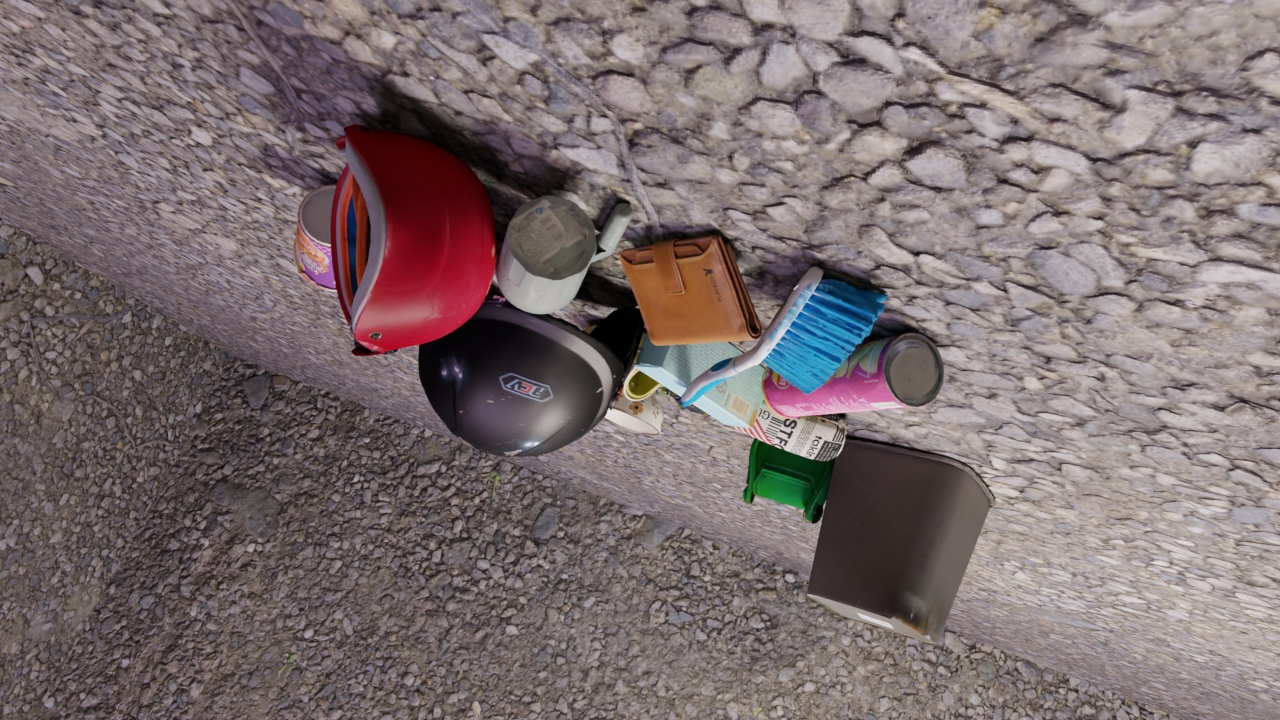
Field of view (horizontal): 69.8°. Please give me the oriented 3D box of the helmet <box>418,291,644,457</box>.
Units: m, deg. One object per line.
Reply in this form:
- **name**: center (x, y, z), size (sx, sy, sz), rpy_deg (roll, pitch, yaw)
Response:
- **helmet**: center (-0.133, -0.002, 1.029), size (0.233, 0.230, 0.275), rpy_deg (24, -179, -13)

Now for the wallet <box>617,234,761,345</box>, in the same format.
- **wallet**: center (0.042, -0.070, 0.860), size (0.131, 0.035, 0.119), rpy_deg (-2, 121, 48)

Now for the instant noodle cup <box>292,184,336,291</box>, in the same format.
- **instant noodle cup**: center (-0.362, -0.151, 1.100), size (0.111, 0.111, 0.099), rpy_deg (24, 157, -7)

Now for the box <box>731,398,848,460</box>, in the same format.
- **box**: center (0.188, 0.064, 1.180), size (0.163, 0.081, 0.075), rpy_deg (21, 134, 9)

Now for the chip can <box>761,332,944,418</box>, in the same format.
- **chip can**: center (0.207, 0.018, 0.924), size (0.071, 0.071, 0.211), rpy_deg (27, 164, -19)

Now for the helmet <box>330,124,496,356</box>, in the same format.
- **helmet**: center (-0.217, -0.111, 0.877), size (0.143, 0.207, 0.240), rpy_deg (-4, -179, -23)

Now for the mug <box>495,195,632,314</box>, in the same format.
- **mug**: center (-0.070, -0.104, 0.845), size (0.083, 0.123, 0.103), rpy_deg (64, 164, 5)

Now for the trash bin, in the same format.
- **trash bin**: center (0.346, 0.248, 1.247), size (0.199, 0.219, 0.198), rpy_deg (9, 161, 38)

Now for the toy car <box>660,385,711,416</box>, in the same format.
- **toy car**: center (0.069, 0.043, 1.259), size (0.053, 0.045, 0.120), rpy_deg (13, 168, 25)

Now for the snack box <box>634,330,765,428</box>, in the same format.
- **snack box**: center (0.077, 0.012, 1.081), size (0.174, 0.074, 0.052), rpy_deg (33, 161, -36)

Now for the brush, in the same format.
- **brush**: center (0.126, 0.000, 0.903), size (0.109, 0.060, 0.315), rpy_deg (29, 150, 2)

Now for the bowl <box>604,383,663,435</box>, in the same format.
- **bowl**: center (-0.012, 0.067, 1.431), size (0.113, 0.062, 0.113), rpy_deg (22, 165, 6)

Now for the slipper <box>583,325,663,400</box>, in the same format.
- **slipper**: center (-0.007, 0.007, 1.180), size (0.191, 0.081, 0.091), rpy_deg (9, 158, 35)

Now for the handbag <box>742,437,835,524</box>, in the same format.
- **handbag**: center (0.218, 0.167, 1.338), size (0.131, 0.120, 0.068), rpy_deg (13, 169, 26)
